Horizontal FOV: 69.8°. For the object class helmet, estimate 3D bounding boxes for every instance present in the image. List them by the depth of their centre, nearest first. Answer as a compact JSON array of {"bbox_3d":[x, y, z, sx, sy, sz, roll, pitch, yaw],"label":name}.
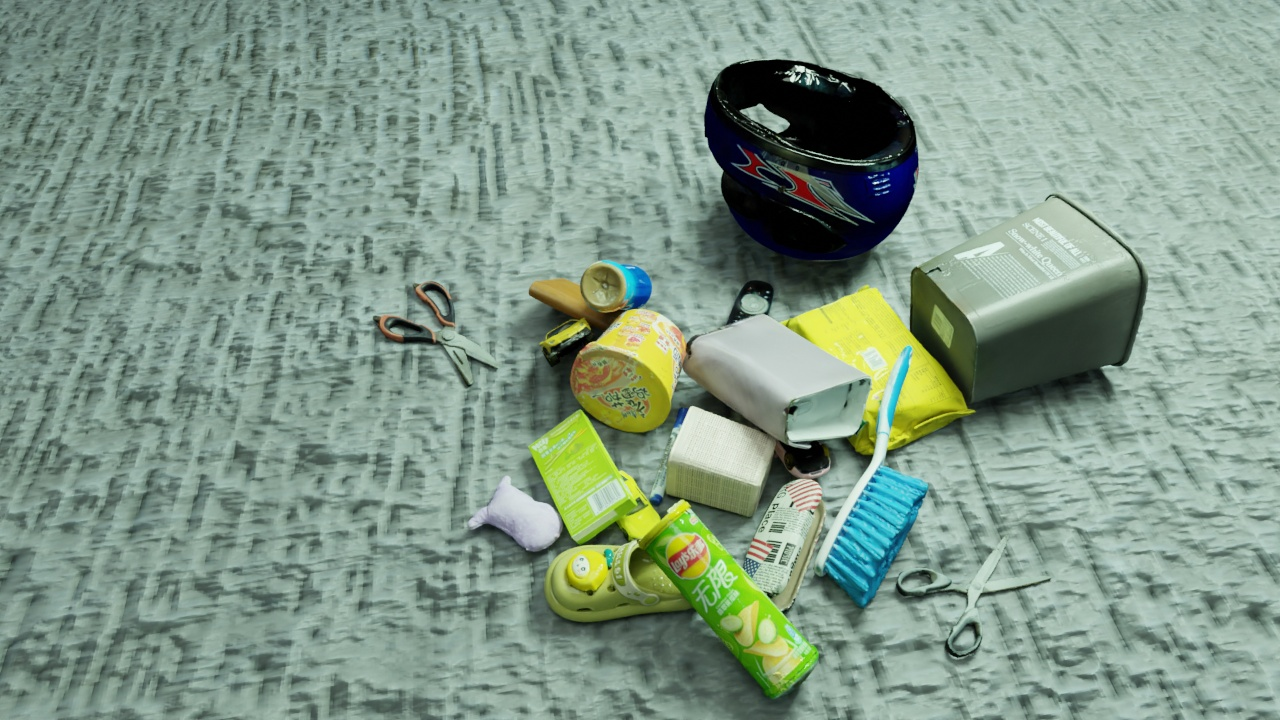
[{"bbox_3d":[0.233,-0.272,1.325,0.315,0.241,0.246,19,54,5],"label":"helmet"}]

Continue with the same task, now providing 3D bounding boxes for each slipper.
[{"bbox_3d":[-0.014,0.235,1.029,0.190,0.082,0.091,-2,47,-1],"label":"slipper"}]

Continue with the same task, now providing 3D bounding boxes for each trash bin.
[{"bbox_3d":[0.484,-0.071,1.182,0.219,0.199,0.199,-20,44,-6],"label":"trash bin"}]

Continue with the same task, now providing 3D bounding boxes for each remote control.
[{"bbox_3d":[0.154,-0.061,1.301,0.053,0.024,0.136,13,51,16],"label":"remote control"}]

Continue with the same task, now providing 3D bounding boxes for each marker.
[{"bbox_3d":[0.038,0.120,1.162,0.017,0.017,0.145,11,52,13],"label":"marker"}]

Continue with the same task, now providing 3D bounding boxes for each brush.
[{"bbox_3d":[0.289,0.126,1.074,0.109,0.060,0.314,24,73,32],"label":"brush"}]

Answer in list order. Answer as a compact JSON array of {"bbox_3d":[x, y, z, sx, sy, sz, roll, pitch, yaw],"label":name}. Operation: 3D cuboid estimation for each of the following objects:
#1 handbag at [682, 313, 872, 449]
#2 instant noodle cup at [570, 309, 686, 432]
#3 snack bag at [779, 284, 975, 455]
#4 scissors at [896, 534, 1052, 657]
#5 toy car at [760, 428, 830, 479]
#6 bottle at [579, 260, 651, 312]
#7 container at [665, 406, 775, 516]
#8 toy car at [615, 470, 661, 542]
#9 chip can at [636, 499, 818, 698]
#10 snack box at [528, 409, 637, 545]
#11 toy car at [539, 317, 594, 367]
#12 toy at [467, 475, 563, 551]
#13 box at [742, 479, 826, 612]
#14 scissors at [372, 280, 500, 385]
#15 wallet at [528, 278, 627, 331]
[{"bbox_3d":[0.164,0.026,1.142,0.144,0.099,0.197,-6,28,-37],"label":"handbag"},{"bbox_3d":[-0.007,0.007,1.189,0.138,0.138,0.109,15,45,16],"label":"instant noodle cup"},{"bbox_3d":[0.302,0.007,1.208,0.158,0.068,0.246,-21,53,-13],"label":"snack bag"},{"bbox_3d":[0.375,0.258,1.027,0.181,0.014,0.159,4,50,6],"label":"scissors"},{"bbox_3d":[0.194,0.105,1.153,0.056,0.037,0.122,-12,38,-14],"label":"toy car"},{"bbox_3d":[-0.021,-0.099,1.245,0.065,0.218,0.065,1,94,14],"label":"bottle"},{"bbox_3d":[0.098,0.125,1.109,0.111,0.090,0.090,17,53,14],"label":"container"},{"bbox_3d":[-0.012,0.176,1.108,0.048,0.032,0.105,-26,55,-18],"label":"toy car"},{"bbox_3d":[0.093,0.253,0.972,0.072,0.073,0.221,-37,75,-24],"label":"chip can"},{"bbox_3d":[-0.073,0.140,1.120,0.086,0.026,0.156,-36,49,2],"label":"snack box"},{"bbox_3d":[-0.098,-0.028,1.219,0.071,0.156,0.041,-31,91,-6],"label":"toy car"},{"bbox_3d":[-0.144,0.190,1.100,0.108,0.039,0.083,26,56,20],"label":"toy"},{"bbox_3d":[0.160,0.201,1.046,0.075,0.081,0.163,16,55,23],"label":"box"},{"bbox_3d":[-0.292,-0.042,1.320,0.222,0.015,0.189,3,50,5],"label":"scissors"},{"bbox_3d":[-0.078,-0.080,1.295,0.132,0.031,0.107,26,18,16],"label":"wallet"}]
